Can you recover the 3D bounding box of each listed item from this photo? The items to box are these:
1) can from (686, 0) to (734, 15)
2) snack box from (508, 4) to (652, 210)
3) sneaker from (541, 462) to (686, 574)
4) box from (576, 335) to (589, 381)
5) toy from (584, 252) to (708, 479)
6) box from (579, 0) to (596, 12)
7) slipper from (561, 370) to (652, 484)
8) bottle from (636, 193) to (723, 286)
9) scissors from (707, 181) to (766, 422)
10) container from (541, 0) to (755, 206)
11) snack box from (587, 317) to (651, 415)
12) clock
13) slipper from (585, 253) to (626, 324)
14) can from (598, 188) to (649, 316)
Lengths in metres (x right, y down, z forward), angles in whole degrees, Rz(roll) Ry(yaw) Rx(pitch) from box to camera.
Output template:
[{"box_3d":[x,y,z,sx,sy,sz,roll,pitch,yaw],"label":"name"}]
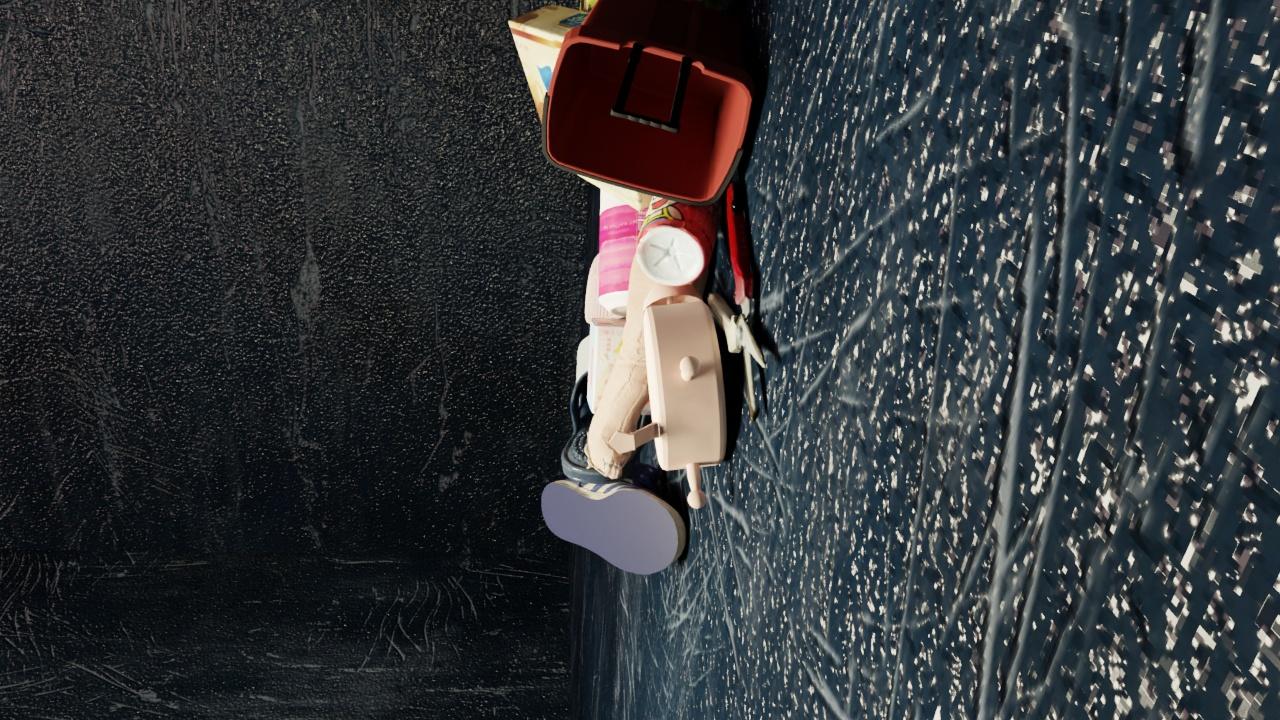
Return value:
[{"box_3d":[0.042,-0.293,0.750,0.121,0.067,0.067,110,161,-72],"label":"can"},{"box_3d":[-0.045,-0.247,0.876,0.207,0.055,0.153,40,154,52],"label":"snack box"},{"box_3d":[0.006,0.166,1.002,0.234,0.118,0.091,-1,94,50],"label":"sneaker"},{"box_3d":[-0.037,0.063,1.325,0.130,0.105,0.210,-34,44,43],"label":"box"},{"box_3d":[0.002,-0.021,0.884,0.195,0.065,0.265,-93,22,-58],"label":"toy"},{"box_3d":[0.004,-0.366,0.880,0.221,0.124,0.082,103,167,-69],"label":"box"},{"box_3d":[-0.032,0.054,1.054,0.263,0.101,0.083,-73,-13,-70],"label":"slipper"},{"box_3d":[0.038,-0.125,0.758,0.137,0.062,0.062,-74,-6,-46],"label":"bottle"},{"box_3d":[0.070,-0.043,0.670,0.179,0.015,0.196,123,149,-77],"label":"scissors"},{"box_3d":[0.005,-0.178,0.664,0.127,0.148,0.200,109,175,-49],"label":"container"},{"box_3d":[-0.006,0.006,0.969,0.079,0.094,0.093,-129,42,-79],"label":"snack box"},{"box_3d":[0.023,0.020,0.732,0.160,0.086,0.131,-85,-9,-60],"label":"clock"},{"box_3d":[-0.004,-0.093,1.140,0.240,0.064,0.094,175,99,-66],"label":"slipper"},{"box_3d":[0.001,-0.133,0.975,0.088,0.088,0.165,127,144,-79],"label":"can"}]
